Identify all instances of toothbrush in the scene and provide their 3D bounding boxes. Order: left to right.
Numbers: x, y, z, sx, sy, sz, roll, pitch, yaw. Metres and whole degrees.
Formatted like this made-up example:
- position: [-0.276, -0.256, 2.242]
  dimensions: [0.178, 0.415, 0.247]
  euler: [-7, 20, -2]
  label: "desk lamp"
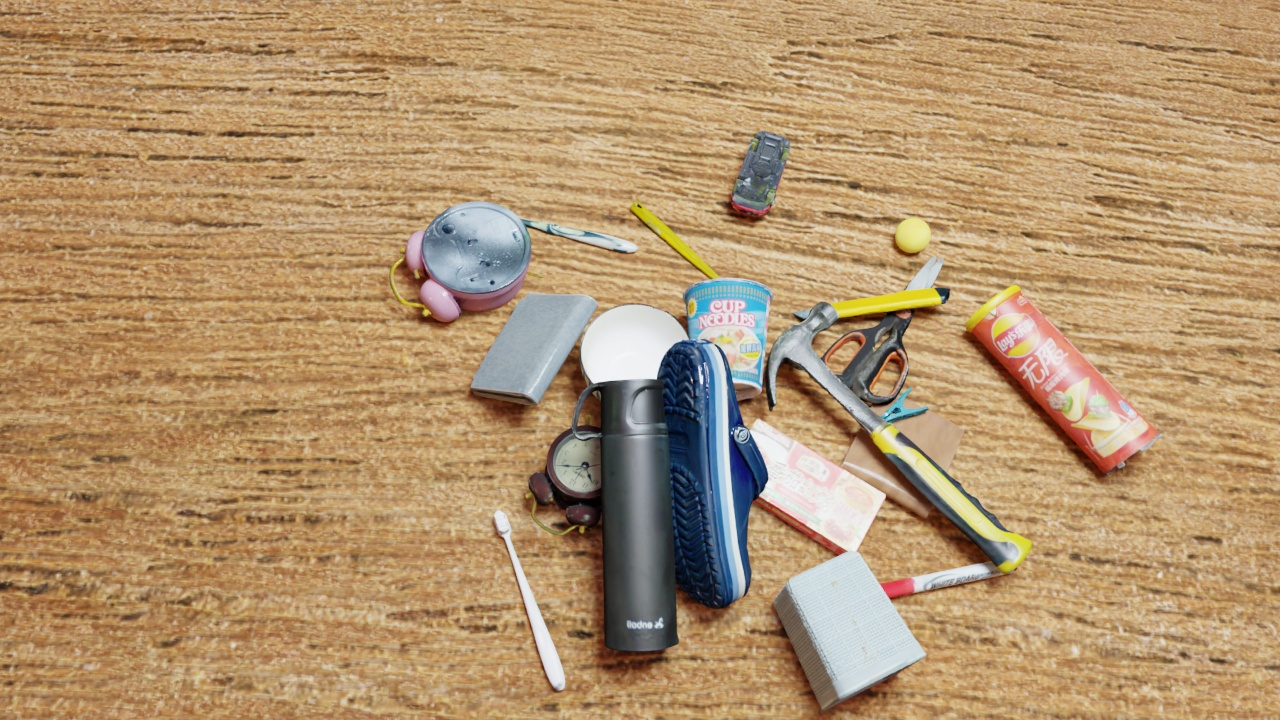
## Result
- position: [-0.107, 0.225, 0.872]
  dimensions: [0.016, 0.016, 0.180]
  euler: [-20, 67, -11]
  label: "toothbrush"
- position: [-0.096, -0.153, 1.056]
  dimensions: [0.191, 0.018, 0.016]
  euler: [14, 63, 3]
  label: "toothbrush"
- position: [0.059, -0.122, 1.054]
  dimensions: [0.015, 0.017, 0.190]
  euler: [-40, 73, -21]
  label: "toothbrush"

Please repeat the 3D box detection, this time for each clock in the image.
- position: [-0.195, -0.104, 1.003]
  dimensions: [0.158, 0.060, 0.117]
  euler: [-20, 68, -15]
  label: "clock"
- position: [-0.061, 0.118, 0.907]
  dimensions: [0.082, 0.055, 0.121]
  euler: [31, 67, 10]
  label: "clock"

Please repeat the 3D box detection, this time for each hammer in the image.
- position: [0.256, 0.087, 0.931]
  dimensions: [0.126, 0.032, 0.323]
  euler: [-41, 75, -13]
  label: "hammer"

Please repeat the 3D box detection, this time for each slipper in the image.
- position: [0.069, 0.105, 0.883]
  dimensions: [0.095, 0.105, 0.252]
  euler: [-4, 87, -30]
  label: "slipper"

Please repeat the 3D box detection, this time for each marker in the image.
- position: [0.304, 0.216, 0.909]
  dimensions: [0.145, 0.017, 0.017]
  euler: [-9, 65, -9]
  label: "marker"

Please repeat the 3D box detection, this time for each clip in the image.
- position: [0.277, 0.052, 0.974]
  dimensions: [0.055, 0.013, 0.034]
  euler: [-22, 62, -21]
  label: "clip"

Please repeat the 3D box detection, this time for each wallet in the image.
- position: [-0.113, -0.013, 0.958]
  dimensions: [0.107, 0.037, 0.129]
  euler: [6, 57, 42]
  label: "wallet"
- position: [0.276, 0.095, 0.965]
  dimensions: [0.101, 0.020, 0.115]
  euler: [30, 62, 11]
  label: "wallet"

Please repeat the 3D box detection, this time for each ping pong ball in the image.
- position: [0.318, -0.146, 1.072]
  dimensions: [0.040, 0.040, 0.040]
  euler: [2, 64, -4]
  label: "ping pong ball"

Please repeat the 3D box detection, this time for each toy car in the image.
- position: [0.143, -0.219, 1.092]
  dimensions: [0.053, 0.045, 0.120]
  euler: [19, 59, 7]
  label: "toy car"

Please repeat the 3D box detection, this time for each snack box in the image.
- position: [0.165, 0.129, 0.935]
  dimensions: [0.153, 0.025, 0.075]
  euler: [31, 66, 11]
  label: "snack box"

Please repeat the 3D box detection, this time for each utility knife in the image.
- position: [0.259, -0.061, 1.028]
  dimensions: [0.176, 0.015, 0.033]
  euler: [-8, 27, 4]
  label: "utility knife"

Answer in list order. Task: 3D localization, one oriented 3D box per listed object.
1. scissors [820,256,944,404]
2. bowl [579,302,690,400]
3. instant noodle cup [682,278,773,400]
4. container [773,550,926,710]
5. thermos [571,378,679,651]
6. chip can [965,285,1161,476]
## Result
- position: [0.275, -0.051, 1.034]
  dimensions: [0.139, 0.022, 0.234]
  euler: [11, 58, 8]
  label: "scissors"
- position: [-0.006, 0.006, 0.959]
  dimensions: [0.116, 0.066, 0.116]
  euler: [1, 64, -3]
  label: "bowl"
- position: [0.093, -0.018, 0.969]
  dimensions: [0.099, 0.099, 0.109]
  euler: [2, 71, -4]
  label: "instant noodle cup"
- position: [0.187, 0.247, 0.847]
  dimensions: [0.089, 0.090, 0.111]
  euler: [-20, 64, -14]
  label: "container"
- position: [-0.015, 0.140, 0.852]
  dimensions: [0.090, 0.068, 0.242]
  euler: [-3, 84, 2]
  label: "thermos"
- position: [0.451, 0.019, 0.986]
  dimensions: [0.073, 0.073, 0.216]
  euler: [-33, 71, -18]
  label: "chip can"
